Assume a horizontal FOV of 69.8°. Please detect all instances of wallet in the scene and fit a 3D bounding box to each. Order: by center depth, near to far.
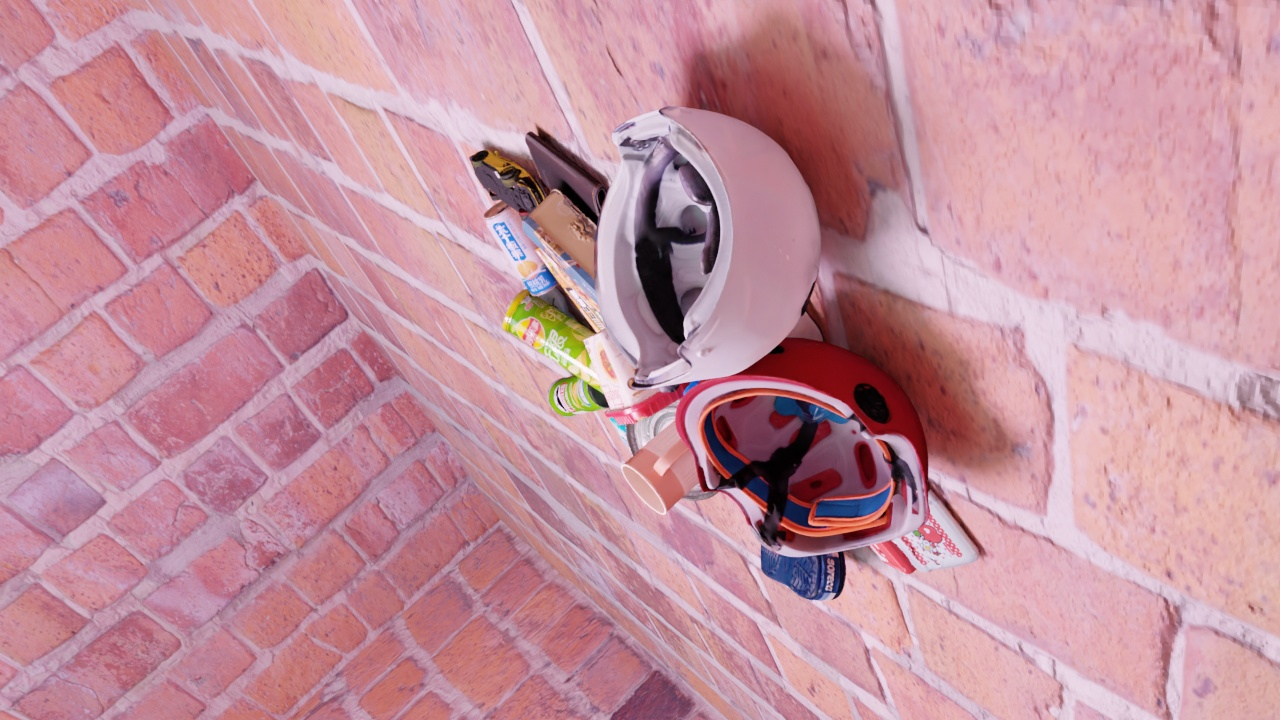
[{"bbox_3d":[-0.082,-0.206,1.077,0.122,0.020,0.096,41,163,22],"label":"wallet"}]

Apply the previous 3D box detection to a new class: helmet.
[{"bbox_3d":[0.060,-0.092,0.765,0.259,0.145,0.229,153,112,-70],"label":"helmet"},{"bbox_3d":[0.156,0.060,0.859,0.240,0.143,0.208,45,135,-16],"label":"helmet"}]

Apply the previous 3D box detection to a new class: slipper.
[{"bbox_3d":[0.222,0.247,1.195,0.095,0.105,0.253,8,178,-7],"label":"slipper"}]

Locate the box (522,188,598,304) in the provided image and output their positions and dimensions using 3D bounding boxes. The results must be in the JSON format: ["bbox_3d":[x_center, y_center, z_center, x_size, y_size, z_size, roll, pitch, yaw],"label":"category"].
[{"bbox_3d":[-0.058,-0.118,1.093,0.184,0.062,0.090,46,175,-1],"label":"box"}]

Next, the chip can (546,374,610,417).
[{"bbox_3d":[-0.088,0.052,1.505,0.072,0.072,0.236,51,160,-9],"label":"chip can"}]

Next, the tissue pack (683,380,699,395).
[{"bbox_3d":[0.107,0.083,1.176,0.095,0.052,0.157,39,159,31],"label":"tissue pack"}]

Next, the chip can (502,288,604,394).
[{"bbox_3d":[-0.093,-0.018,1.327,0.221,0.072,0.073,33,158,11],"label":"chip can"}]

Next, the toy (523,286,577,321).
[{"bbox_3d":[-0.124,-0.053,1.411,0.161,0.049,0.156,33,149,33],"label":"toy"}]

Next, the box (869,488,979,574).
[{"bbox_3d":[0.254,0.149,0.994,0.201,0.058,0.161,50,157,-7],"label":"box"}]

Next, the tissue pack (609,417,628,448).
[{"bbox_3d":[0.010,0.129,1.448,0.133,0.050,0.093,39,162,51],"label":"tissue pack"}]

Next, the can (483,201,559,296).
[{"bbox_3d":[-0.165,-0.159,1.289,0.053,0.053,0.134,19,146,55],"label":"can"}]

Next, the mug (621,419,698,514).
[{"bbox_3d":[0.042,0.124,1.148,0.081,0.105,0.115,45,161,13],"label":"mug"}]

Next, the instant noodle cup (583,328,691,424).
[{"bbox_3d":[-0.007,0.007,1.200,0.124,0.116,0.116,62,160,-4],"label":"instant noodle cup"}]

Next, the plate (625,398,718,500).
[{"bbox_3d":[0.056,0.121,1.324,0.180,0.024,0.180,19,125,31],"label":"plate"}]

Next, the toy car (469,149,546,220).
[{"bbox_3d":[-0.172,-0.231,1.184,0.156,0.041,0.071,34,157,45],"label":"toy car"}]

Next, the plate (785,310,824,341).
[{"bbox_3d":[0.099,-0.045,0.959,0.205,0.045,0.205,41,160,18],"label":"plate"}]

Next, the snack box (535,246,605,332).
[{"bbox_3d":[-0.079,-0.101,1.259,0.154,0.026,0.075,54,161,-16],"label":"snack box"}]
